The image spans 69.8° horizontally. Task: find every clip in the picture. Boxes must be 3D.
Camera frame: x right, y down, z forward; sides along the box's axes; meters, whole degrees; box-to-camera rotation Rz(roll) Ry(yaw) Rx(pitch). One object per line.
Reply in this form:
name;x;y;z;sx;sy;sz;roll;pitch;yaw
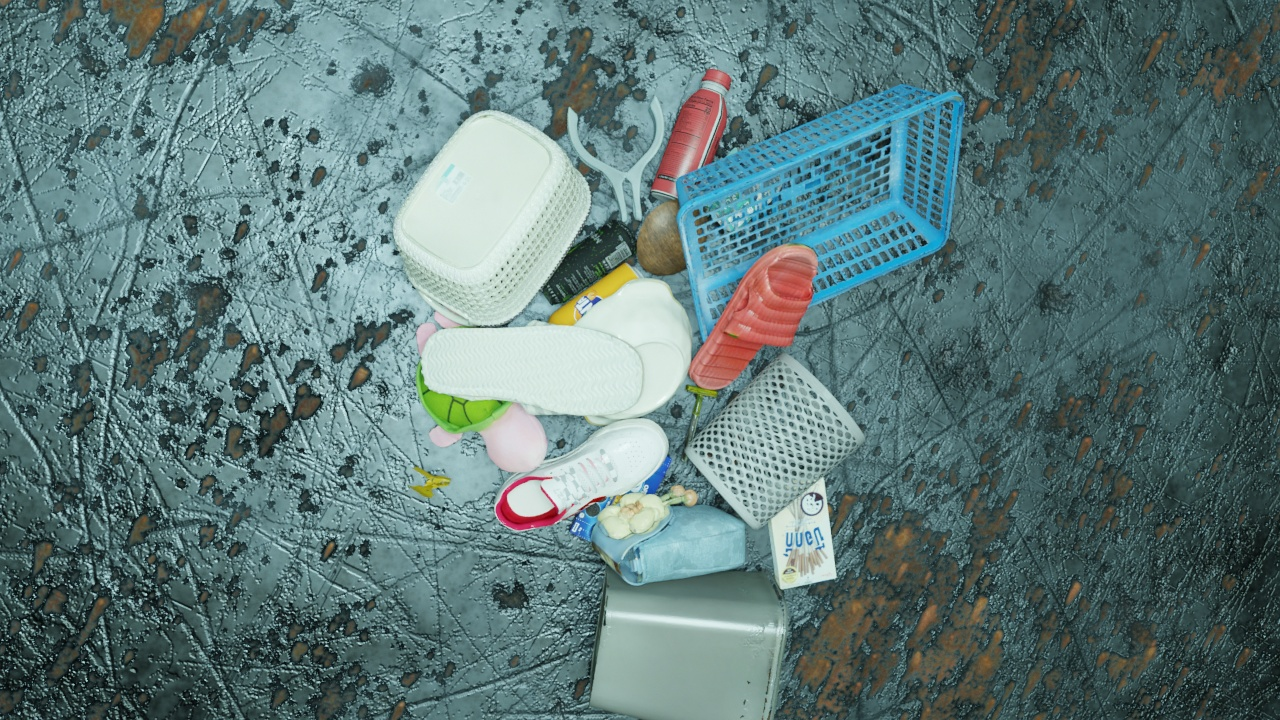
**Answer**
clip;-0.272;0.156;1.189;0.046;0.054;0.048;-42;121;-23
clip;-0.002;-0.280;1.195;0.164;0.030;0.172;-31;99;-3

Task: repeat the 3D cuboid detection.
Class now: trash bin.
trash bin;0.054;0.366;1.181;0.220;0.197;0.197;8;95;-2
trash bin;0.168;0.108;1.188;0.183;0.156;0.156;-42;99;0

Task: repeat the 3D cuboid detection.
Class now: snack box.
snack box;0.220;0.235;1.268;0.082;0.026;0.150;-9;96;-7
snack box;-0.027;0.179;1.230;0.082;0.027;0.150;26;91;-9

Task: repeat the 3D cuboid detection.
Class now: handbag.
handbag;0.038;0.219;1.174;0.191;0.122;0.118;-3;99;-21

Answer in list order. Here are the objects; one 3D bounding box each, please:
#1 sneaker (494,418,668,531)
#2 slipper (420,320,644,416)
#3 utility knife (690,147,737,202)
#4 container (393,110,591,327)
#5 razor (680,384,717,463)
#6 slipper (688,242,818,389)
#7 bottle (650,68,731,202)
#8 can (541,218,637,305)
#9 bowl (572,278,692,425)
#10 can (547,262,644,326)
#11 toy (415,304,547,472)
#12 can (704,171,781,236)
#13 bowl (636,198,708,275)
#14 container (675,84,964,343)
sneaker;-0.078;0.152;1.149;0.237;0.104;0.090;-21;99;14
slipper;-0.128;0.010;1.093;0.273;0.054;0.114;6;95;9
utility knife;0.090;-0.229;1.177;0.147;0.015;0.022;-50;142;-37
container;-0.181;-0.175;1.103;0.185;0.143;0.251;31;80;12
razor;0.071;0.088;1.239;0.042;0.026;0.106;12;97;-11
slipper;0.149;-0.040;1.156;0.103;0.059;0.249;5;133;-34
bottle;0.071;-0.288;1.187;0.062;0.062;0.176;20;92;-9
can;-0.070;-0.127;1.185;0.137;0.054;0.054;-35;98;-4
bowl;-0.007;0.007;1.155;0.188;0.060;0.220;1;122;-29
can;-0.050;-0.057;1.181;0.142;0.079;0.079;-35;98;-4
toy;-0.203;0.041;1.164;0.190;0.087;0.238;-34;87;5
can;0.135;-0.213;1.205;0.101;0.055;0.055;-42;99;-2
bowl;0.047;-0.152;1.180;0.101;0.026;0.114;-11;132;-22
container;0.212;-0.188;1.146;0.362;0.089;0.257;-23;142;-5
